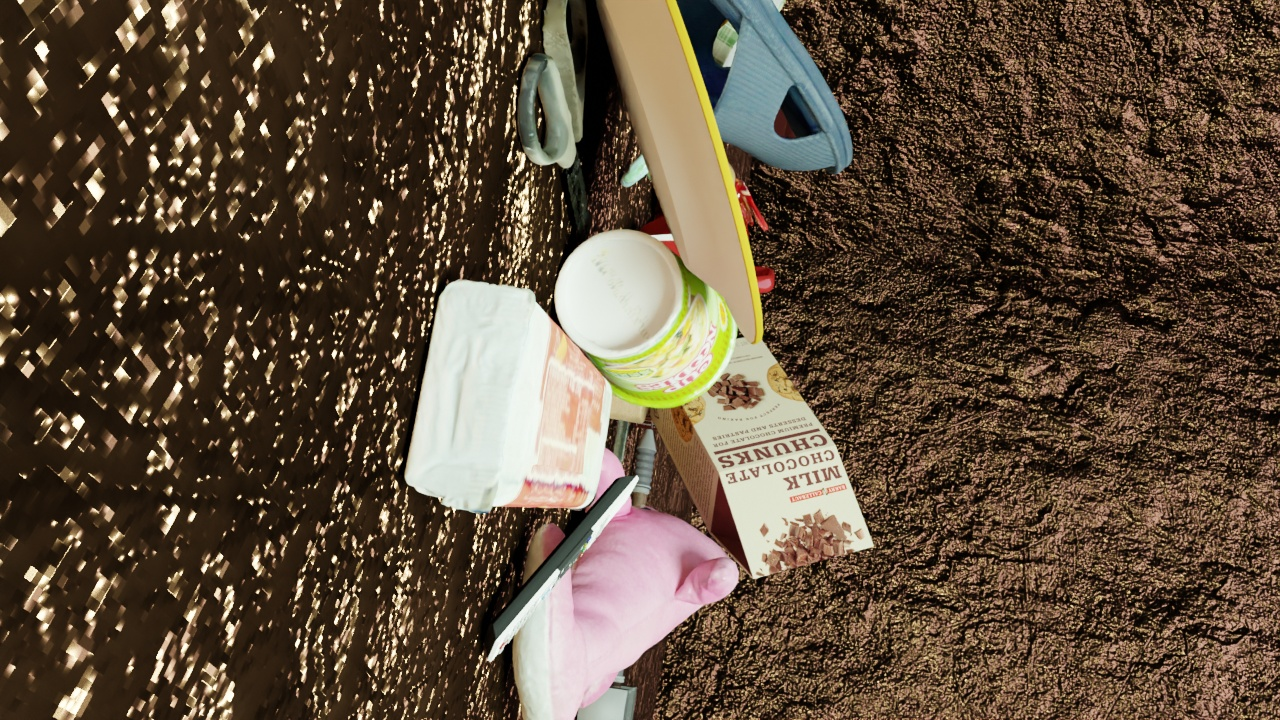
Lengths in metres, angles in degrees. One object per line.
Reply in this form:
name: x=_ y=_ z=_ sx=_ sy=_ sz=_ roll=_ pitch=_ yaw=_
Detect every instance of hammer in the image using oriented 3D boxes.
hammer: x=-0.013 y=0.221 z=0.962 sx=0.156 sy=0.043 sz=0.321 roll=78 pitch=20 yaw=-72

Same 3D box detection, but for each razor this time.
razor: x=-0.018 y=0.076 z=0.785 sx=0.042 sy=0.026 sz=0.105 roll=85 pitch=11 yaw=-56

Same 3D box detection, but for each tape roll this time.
tape roll: x=-0.005 y=0.004 z=0.767 sx=0.094 sy=0.027 sz=0.094 roll=11 pitch=88 yaw=-83

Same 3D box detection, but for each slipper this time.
slipper: x=0.043 y=-0.173 z=0.523 sx=0.263 sy=0.082 sz=0.101 roll=38 pitch=17 yaw=-50

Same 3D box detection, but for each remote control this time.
remote control: x=-0.041 y=0.105 z=0.485 sx=0.123 sy=0.012 sz=0.028 roll=-46 pitch=168 yaw=-39

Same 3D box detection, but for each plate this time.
plate: x=0.011 y=-0.114 z=0.441 sx=0.230 sy=0.021 sz=0.230 roll=-15 pitch=86 yaw=-88

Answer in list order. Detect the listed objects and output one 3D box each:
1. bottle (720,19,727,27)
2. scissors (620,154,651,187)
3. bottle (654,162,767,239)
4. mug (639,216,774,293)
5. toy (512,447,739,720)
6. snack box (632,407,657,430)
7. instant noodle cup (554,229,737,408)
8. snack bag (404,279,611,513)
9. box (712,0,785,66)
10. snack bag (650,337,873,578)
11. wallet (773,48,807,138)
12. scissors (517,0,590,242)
bottle: x=0.030 y=-0.256 z=0.559 sx=0.063 sy=0.063 sz=0.109 roll=-74 pitch=170 yaw=-45
scissors: x=0.039 y=-0.173 z=0.675 sx=0.171 sy=0.021 sz=0.172 roll=-40 pitch=179 yaw=-28
bottle: x=0.062 y=-0.129 z=0.836 sx=0.111 sy=0.099 sz=0.098 roll=77 pitch=23 yaw=-56
mug: x=0.044 y=-0.065 z=0.704 sx=0.096 sy=0.116 sz=0.080 roll=-61 pitch=154 yaw=-70
toy: x=0.001 y=0.153 z=0.610 sx=0.265 sy=0.128 sz=0.187 roll=-25 pitch=115 yaw=-71
snack box: x=0.019 y=0.020 z=0.885 sx=0.141 sy=0.051 sz=0.031 roll=89 pitch=13 yaw=-57
instant noodle cup: x=0.000 y=-0.026 z=0.531 sx=0.108 sy=0.099 sz=0.099 roll=34 pitch=65 yaw=-74
snack bag: x=-0.047 y=0.028 z=0.412 sx=0.225 sy=0.041 sz=0.077 roll=54 pitch=45 yaw=-78
box: x=0.088 y=-0.290 z=0.676 sx=0.206 sy=0.050 sz=0.117 roll=-56 pitch=178 yaw=31
snack bag: x=0.088 y=0.077 z=0.716 sx=0.206 sy=0.094 sz=0.070 roll=-118 pitch=-157 yaw=-45
wallet: x=0.079 y=-0.230 z=0.777 sx=0.018 sy=0.116 sz=0.091 roll=79 pitch=21 yaw=-66
scissors: x=-0.031 y=-0.112 z=0.448 sx=0.169 sy=0.012 sz=0.133 roll=-23 pitch=124 yaw=-78
